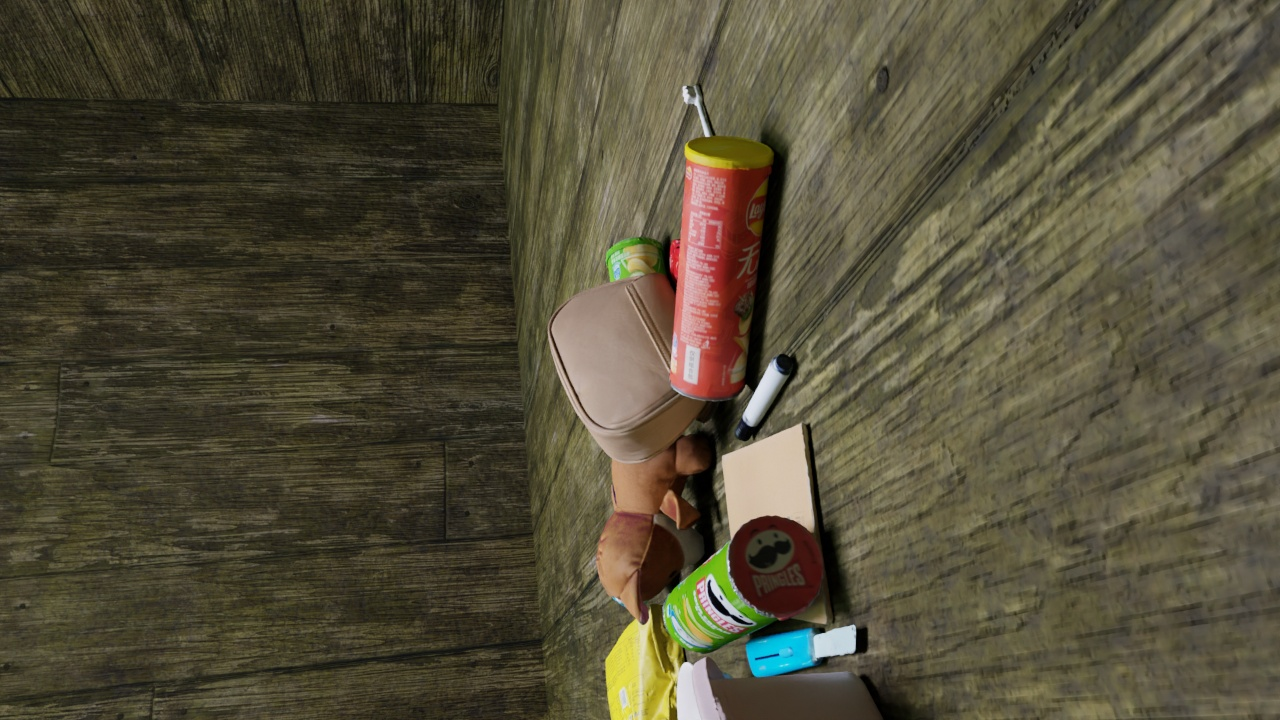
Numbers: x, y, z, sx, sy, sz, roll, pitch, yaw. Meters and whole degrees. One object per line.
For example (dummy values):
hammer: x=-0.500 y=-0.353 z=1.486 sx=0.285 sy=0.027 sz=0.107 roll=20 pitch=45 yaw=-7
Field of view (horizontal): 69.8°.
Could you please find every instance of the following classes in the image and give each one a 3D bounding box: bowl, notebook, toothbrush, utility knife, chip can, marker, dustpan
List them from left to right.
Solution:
chip can: x=0.006 y=-0.035 z=1.049 sx=0.073 sy=0.072 sz=0.221 roll=114 pitch=151 yaw=-64
toothbrush: x=0.065 y=-0.205 z=0.876 sx=0.016 sy=0.016 sz=0.179 roll=100 pitch=162 yaw=-53
chip can: x=0.065 y=-0.074 z=0.775 sx=0.073 sy=0.073 sz=0.217 roll=-116 pitch=26 yaw=-61
bowl: x=0.078 y=0.327 z=0.818 sx=0.118 sy=0.064 sz=0.118 roll=176 pitch=91 yaw=-78
chip can: x=0.075 y=0.190 z=0.746 sx=0.236 sy=0.072 sz=0.072 roll=113 pitch=152 yaw=-64
marker: x=0.101 y=0.032 z=0.762 sx=0.131 sy=0.018 sz=0.022 roll=107 pitch=166 yaw=-58
notebook: x=0.108 y=0.140 z=0.771 sx=0.208 sy=0.008 sz=0.147 roll=131 pitch=134 yaw=-73
dustpan: x=0.093 y=0.314 z=0.578 sx=0.222 sy=0.138 sz=0.274 roll=-117 pitch=27 yaw=-60
utility knife: x=0.122 y=0.222 z=0.706 sx=0.219 sy=0.018 sz=0.034 roll=119 pitch=147 yaw=-65

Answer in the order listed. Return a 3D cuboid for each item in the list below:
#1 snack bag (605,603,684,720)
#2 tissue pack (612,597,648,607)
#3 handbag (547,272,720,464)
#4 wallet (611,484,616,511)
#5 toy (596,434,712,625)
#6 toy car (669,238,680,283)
snack bag: x=0.006 y=0.419 z=1.162 sx=0.247 sy=0.068 sz=0.157 roll=108 pitch=155 yaw=-56
tissue pack: x=-0.003 y=0.245 z=1.137 sx=0.093 sy=0.050 sz=0.133 roll=-61 pitch=15 yaw=4
handbag: x=-0.006 y=0.005 z=0.934 sx=0.100 sy=0.148 sz=0.204 roll=57 pitch=-174 yaw=-48
wallet: x=-0.022 y=0.173 z=1.288 sx=0.133 sy=0.040 sz=0.106 roll=91 pitch=172 yaw=-58
toy: x=0.013 y=0.170 z=0.972 sx=0.140 sy=0.130 sz=0.199 roll=163 pitch=125 yaw=-79
toy car: x=0.051 y=-0.099 z=0.930 sx=0.106 sy=0.031 sz=0.049 roll=-147 pitch=54 yaw=-73
